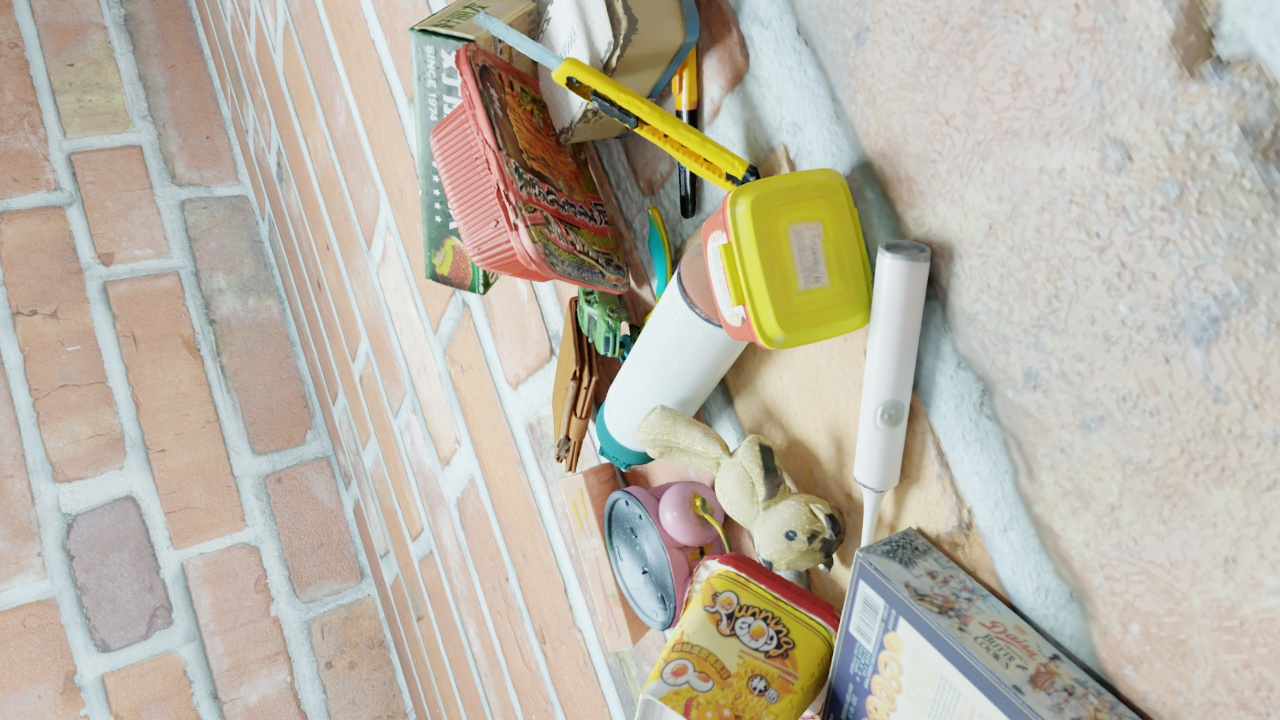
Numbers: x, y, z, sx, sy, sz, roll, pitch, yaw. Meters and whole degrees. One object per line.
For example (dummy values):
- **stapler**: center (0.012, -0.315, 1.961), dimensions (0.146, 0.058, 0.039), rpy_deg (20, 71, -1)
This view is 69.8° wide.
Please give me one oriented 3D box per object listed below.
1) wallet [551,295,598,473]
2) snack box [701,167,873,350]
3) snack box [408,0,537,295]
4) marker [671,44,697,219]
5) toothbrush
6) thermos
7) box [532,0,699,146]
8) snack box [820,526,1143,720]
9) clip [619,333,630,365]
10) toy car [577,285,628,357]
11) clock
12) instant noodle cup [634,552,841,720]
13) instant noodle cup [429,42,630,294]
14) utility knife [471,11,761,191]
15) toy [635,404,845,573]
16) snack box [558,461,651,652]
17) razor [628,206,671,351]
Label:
- **wallet**: center (-0.061, 0.024, 0.839), dimensions (0.107, 0.031, 0.132), rpy_deg (-98, 16, -46)
- **snack box**: center (0.076, -0.053, 0.516), dimensions (0.080, 0.082, 0.091), rpy_deg (176, 81, -73)
- **snack box**: center (-0.141, -0.187, 0.805), dimensions (0.063, 0.114, 0.241), rpy_deg (16, 131, 12)
- **marker**: center (0.030, -0.156, 0.617), dimensions (0.018, 0.015, 0.124), rpy_deg (32, 131, 54)
- **toothbrush**: center (0.133, 0.041, 0.510), dimensions (0.026, 0.027, 0.221), rpy_deg (-73, -16, -62)
- **thermos**: center (0.022, 0.007, 0.661), dimensions (0.073, 0.073, 0.225), rpy_deg (63, 150, 21)
- **box**: center (-0.021, -0.215, 0.612), dimensions (0.185, 0.060, 0.090), rpy_deg (158, 98, -69)
- **snack box**: center (0.178, 0.216, 0.497), dimensions (0.182, 0.045, 0.178), rpy_deg (43, 139, 46)
- **clip**: center (-0.005, 0.004, 0.772), dimensions (0.056, 0.014, 0.041), rpy_deg (66, 151, 13)
- **toy car**: center (-0.032, -0.039, 0.758), dimensions (0.091, 0.036, 0.043), rpy_deg (-112, 24, -53)
- **clock**: center (0.030, 0.152, 0.732), dimensions (0.159, 0.059, 0.117), rpy_deg (-15, 89, 65)
- **instant noodle cup**: center (0.059, 0.212, 0.602), dimensions (0.116, 0.123, 0.116), rpy_deg (28, 134, 21)
- **instant noodle cup**: center (-0.087, -0.132, 0.697), dimensions (0.079, 0.164, 0.188), rpy_deg (-23, 79, 20)
- **utility knife**: center (-0.016, -0.159, 0.569), dimensions (0.217, 0.015, 0.033), rpy_deg (32, 160, 4)
- **toy**: center (0.063, 0.081, 0.603), dimensions (0.157, 0.066, 0.105), rpy_deg (33, 155, 30)
- **snack box**: center (-0.026, 0.174, 0.832), dimensions (0.084, 0.026, 0.157), rpy_deg (-4, -104, -73)
- **razor**: center (0.009, -0.059, 0.693), dimensions (0.043, 0.028, 0.133), rpy_deg (-90, 5, -49)
